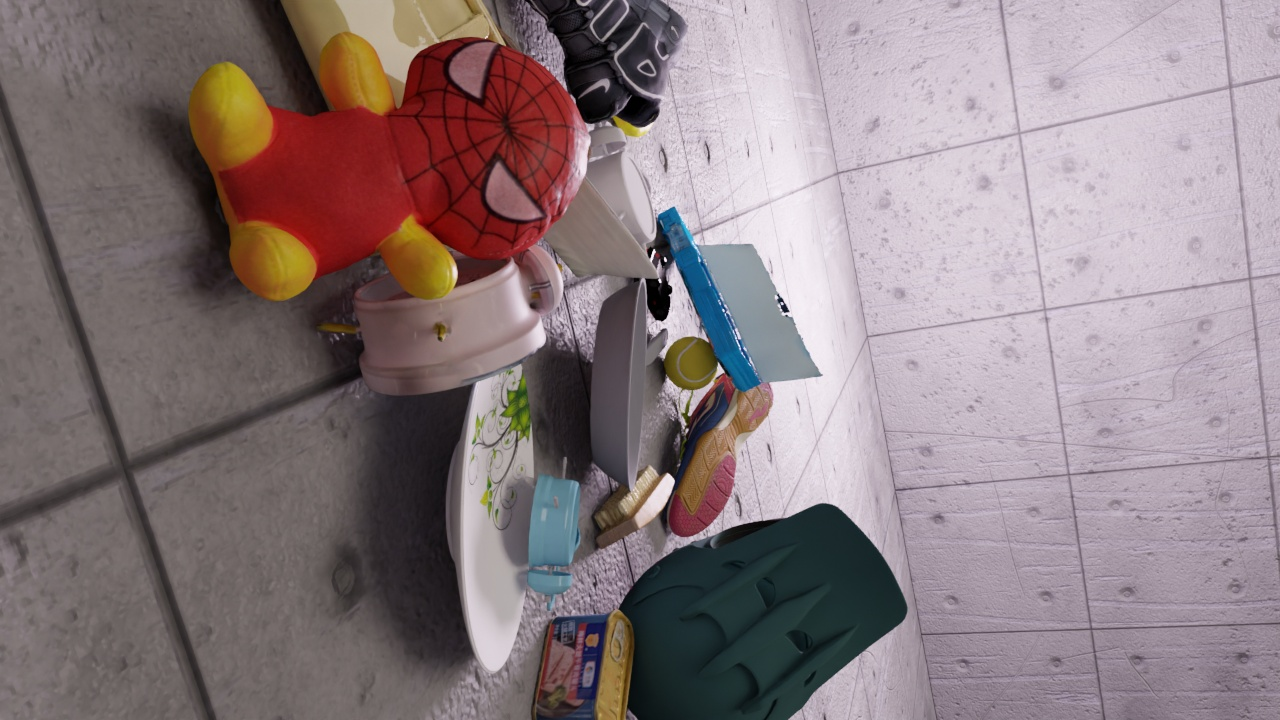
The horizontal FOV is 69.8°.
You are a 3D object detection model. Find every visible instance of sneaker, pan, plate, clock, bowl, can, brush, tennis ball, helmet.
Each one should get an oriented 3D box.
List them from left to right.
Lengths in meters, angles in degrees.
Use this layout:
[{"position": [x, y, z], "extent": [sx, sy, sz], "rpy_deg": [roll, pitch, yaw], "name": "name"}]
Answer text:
[{"position": [-0.115, -0.034, 0.592], "extent": [0.157, 0.117, 0.059], "rpy_deg": [-42, 126, -53], "name": "clock"}, {"position": [-0.110, 0.099, 0.645], "extent": [0.229, 0.030, 0.229], "rpy_deg": [3, 87, -86], "name": "plate"}, {"position": [-0.072, 0.145, 0.734], "extent": [0.087, 0.042, 0.123], "rpy_deg": [-82, 177, -64], "name": "clock"}, {"position": [-0.061, -0.123, 0.803], "extent": [0.176, 0.058, 0.176], "rpy_deg": [51, 0, -1], "name": "bowl"}, {"position": [-0.054, -0.306, 0.882], "extent": [0.252, 0.097, 0.150], "rpy_deg": [22, 67, -49], "name": "sneaker"}, {"position": [-0.045, 0.256, 0.748], "extent": [0.054, 0.059, 0.099], "rpy_deg": [59, 31, -44], "name": "can"}, {"position": [-0.028, -0.179, 0.961], "extent": [0.120, 0.061, 0.159], "rpy_deg": [52, 27, -53], "name": "clock"}, {"position": [-0.007, 0.141, 0.904], "extent": [0.039, 0.049, 0.116], "rpy_deg": [56, 25, -1], "name": "brush"}, {"position": [-0.006, 0.005, 0.937], "extent": [0.356, 0.051, 0.201], "rpy_deg": [-70, 162, -77], "name": "pan"}, {"position": [0.061, 0.003, 1.100], "extent": [0.065, 0.065, 0.065], "rpy_deg": [-8, 90, -68], "name": "tennis ball"}, {"position": [0.079, 0.110, 1.109], "extent": [0.241, 0.091, 0.116], "rpy_deg": [-56, 130, -33], "name": "sneaker"}, {"position": [0.097, 0.234, 0.825], "extent": [0.176, 0.275, 0.200], "rpy_deg": [55, 11, 7], "name": "helmet"}]

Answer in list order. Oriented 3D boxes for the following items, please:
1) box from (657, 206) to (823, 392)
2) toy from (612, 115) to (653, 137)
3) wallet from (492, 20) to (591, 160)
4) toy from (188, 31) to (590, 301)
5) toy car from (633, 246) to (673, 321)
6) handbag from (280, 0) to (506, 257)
[{"position": [0.108, -0.069, 1.144], "extent": [0.170, 0.070, 0.243], "rpy_deg": [16, 41, -39], "name": "box"}, {"position": [-0.012, -0.308, 1.074], "extent": [0.094, 0.041, 0.095], "rpy_deg": [12, 72, -62], "name": "toy"}, {"position": [-0.093, -0.239, 0.821], "extent": [0.121, 0.027, 0.098], "rpy_deg": [42, 15, -55], "name": "wallet"}, {"position": [-0.130, -0.110, 0.520], "extent": [0.215, 0.099, 0.147], "rpy_deg": [-17, 103, -28], "name": "toy"}, {"position": [0.013, -0.085, 1.058], "extent": [0.092, 0.036, 0.042], "rpy_deg": [74, 22, -44], "name": "toy car"}, {"position": [-0.153, -0.183, 0.613], "extent": [0.190, 0.089, 0.233], "rpy_deg": [-57, 134, -54], "name": "handbag"}]
